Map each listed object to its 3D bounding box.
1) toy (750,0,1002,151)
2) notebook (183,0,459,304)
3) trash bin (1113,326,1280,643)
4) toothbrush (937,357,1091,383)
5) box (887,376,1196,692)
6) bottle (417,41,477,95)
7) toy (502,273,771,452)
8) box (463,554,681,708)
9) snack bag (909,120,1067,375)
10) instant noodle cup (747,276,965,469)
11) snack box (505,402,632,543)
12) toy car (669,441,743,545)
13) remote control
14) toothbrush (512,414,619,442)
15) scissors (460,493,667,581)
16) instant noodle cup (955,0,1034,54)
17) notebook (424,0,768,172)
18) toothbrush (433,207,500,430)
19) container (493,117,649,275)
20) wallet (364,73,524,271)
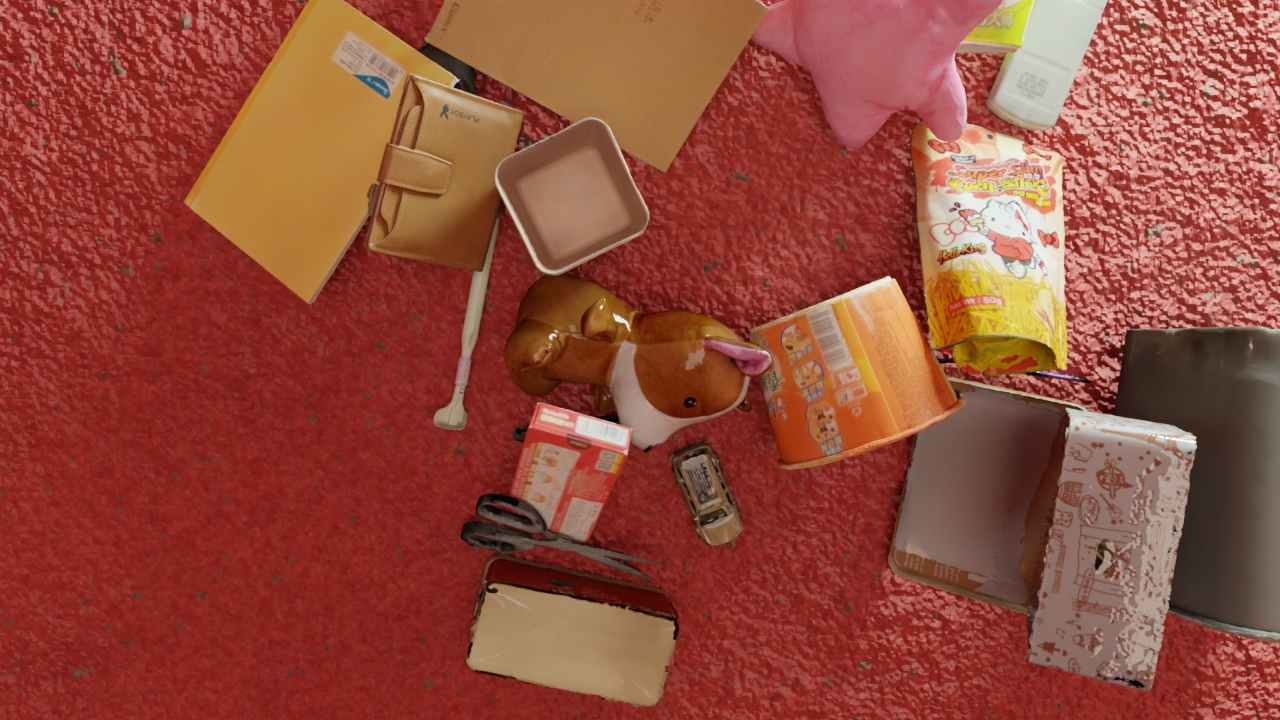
[{"bbox_3d":[0.165,-0.236,0.694,0.195,0.179,0.074,31,53,23],"label":"toy"},{"bbox_3d":[-0.251,-0.168,0.709,0.146,0.010,0.206,36,97,13],"label":"notebook"},{"bbox_3d":[0.482,0.084,0.719,0.199,0.199,0.219,0,90,-11],"label":"trash bin"},{"bbox_3d":[0.295,0.002,0.784,0.189,0.014,0.016,9,85,-4],"label":"toothbrush"},{"bbox_3d":[0.287,0.116,0.685,0.205,0.157,0.181,13,97,27],"label":"box"},{"bbox_3d":[-0.161,-0.208,0.718,0.080,0.044,0.195,22,95,1],"label":"bottle"},{"bbox_3d":[-0.004,0.004,0.711,0.199,0.140,0.130,9,79,0],"label":"toy"},{"bbox_3d":[-0.057,0.229,0.761,0.168,0.077,0.091,14,96,-6],"label":"box"},{"bbox_3d":[0.274,-0.093,0.715,0.128,0.073,0.207,9,67,-4],"label":"snack bag"},{"bbox_3d":[0.159,0.007,0.716,0.151,0.151,0.111,-22,90,0],"label":"instant noodle cup"},{"bbox_3d":[-0.061,0.092,0.722,0.075,0.025,0.153,16,141,-5],"label":"snack box"},{"bbox_3d":[0.057,0.116,0.776,0.042,0.035,0.090,-22,100,1],"label":"toy car"},{"bbox_3d":[0.335,-0.264,0.745,0.058,0.021,0.150,21,96,-6],"label":"remote control"},{"bbox_3d":[-0.018,0.051,0.774,0.181,0.018,0.016,-8,101,0],"label":"toothbrush"},{"bbox_3d":[-0.067,0.151,0.762,0.163,0.014,0.165,-7,139,21],"label":"scissors"},{"bbox_3d":[0.257,-0.300,0.700,0.111,0.111,0.123,3,105,-3],"label":"instant noodle cup"},{"bbox_3d":[-0.032,-0.252,0.684,0.211,0.012,0.150,25,117,-20],"label":"notebook"},{"bbox_3d":[-0.139,-0.036,0.755,0.029,0.020,0.189,8,97,-35],"label":"toothbrush"},{"bbox_3d":[-0.051,-0.122,0.700,0.090,0.111,0.090,-26,98,1],"label":"container"},{"bbox_3d":[-0.147,-0.138,0.690,0.107,0.031,0.132,7,104,-46],"label":"wallet"}]
